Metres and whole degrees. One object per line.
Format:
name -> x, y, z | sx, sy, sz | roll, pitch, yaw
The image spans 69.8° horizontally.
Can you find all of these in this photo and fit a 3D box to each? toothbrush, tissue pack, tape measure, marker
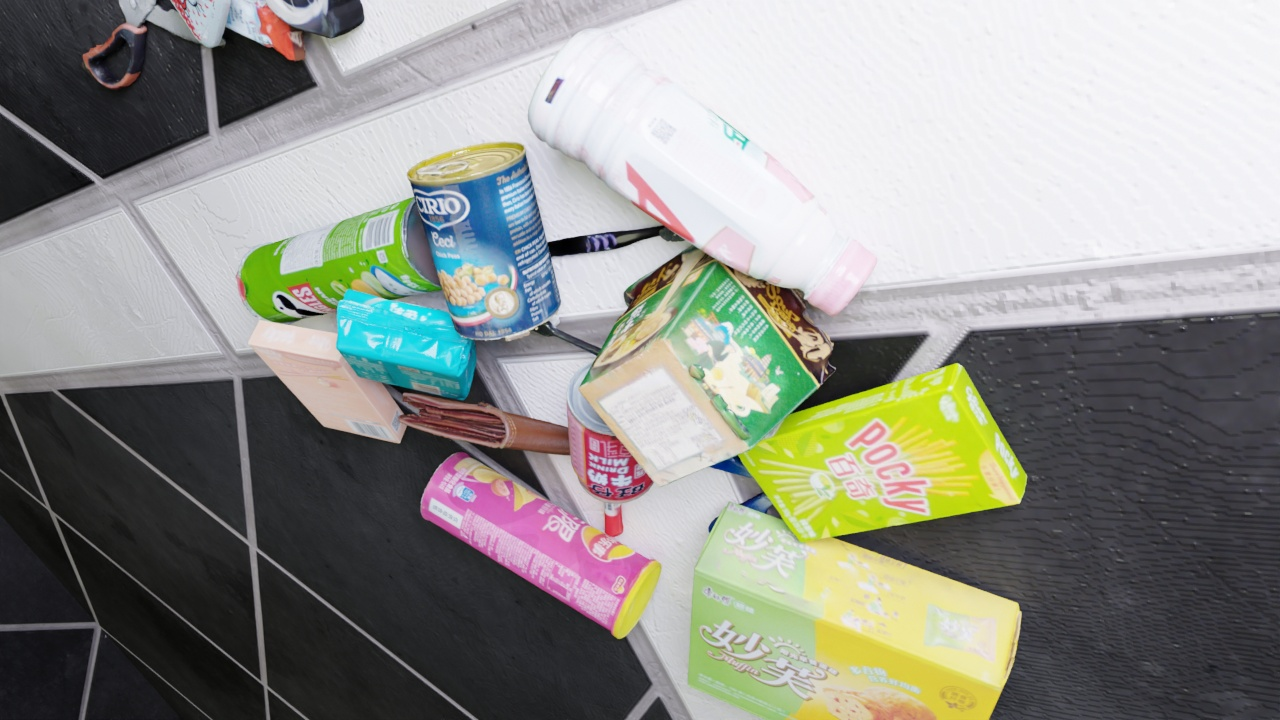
toothbrush -> -0.004, 0.004, 0.645 | 0.181, 0.018, 0.016 | 26, 136, 15
toothbrush -> -0.032, -0.075, 0.597 | 0.189, 0.016, 0.014 | -2, 117, 41
tissue pack -> -0.170, -0.011, 0.680 | 0.093, 0.050, 0.134 | 13, 167, -6
tape measure -> -0.210, -0.244, 0.577 | 0.066, 0.033, 0.066 | 23, 134, 17
marker -> -0.024, 0.088, 0.731 | 0.017, 0.017, 0.145 | 20, 134, 24

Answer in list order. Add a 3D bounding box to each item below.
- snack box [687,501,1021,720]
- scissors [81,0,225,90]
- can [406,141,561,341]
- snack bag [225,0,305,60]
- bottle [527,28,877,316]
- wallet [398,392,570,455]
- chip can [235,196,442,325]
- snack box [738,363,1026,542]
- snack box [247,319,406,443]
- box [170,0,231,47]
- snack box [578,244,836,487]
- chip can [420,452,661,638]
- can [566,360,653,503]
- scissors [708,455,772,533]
snack box -> 0.141, 0.206, 0.654 | 0.210, 0.069, 0.158 | 17, 134, 20
scissors -> -0.403, -0.275, 0.714 | 0.225, 0.015, 0.189 | 34, 139, 10
can -> -0.098, -0.076, 0.594 | 0.075, 0.075, 0.111 | 8, 124, 33
snack bag -> -0.277, -0.244, 0.634 | 0.104, 0.026, 0.048 | 25, 129, 20
bottle -> 0.035, -0.096, 0.490 | 0.197, 0.068, 0.068 | 36, 139, 2
wallet -> -0.113, 0.053, 0.723 | 0.125, 0.032, 0.101 | 7, 172, 35
chip can -> -0.222, -0.074, 0.703 | 0.237, 0.072, 0.072 | -6, 120, 41
snack box -> 0.142, 0.062, 0.563 | 0.157, 0.026, 0.086 | -21, 111, 41
snack box -> -0.269, 0.022, 0.807 | 0.084, 0.026, 0.157 | 10, 151, 12
box -> -0.311, -0.316, 0.569 | 0.159, 0.039, 0.201 | -30, 92, 47
snack box -> 0.032, 0.006, 0.542 | 0.118, 0.105, 0.118 | -30, 101, 44
chip can -> -0.088, 0.157, 0.800 | 0.210, 0.071, 0.072 | 27, 137, 18
can -> -0.017, 0.051, 0.638 | 0.066, 0.066, 0.094 | 26, 144, 18
scissors -> 0.085, 0.087, 0.649 | 0.174, 0.012, 0.163 | 30, 136, 13
